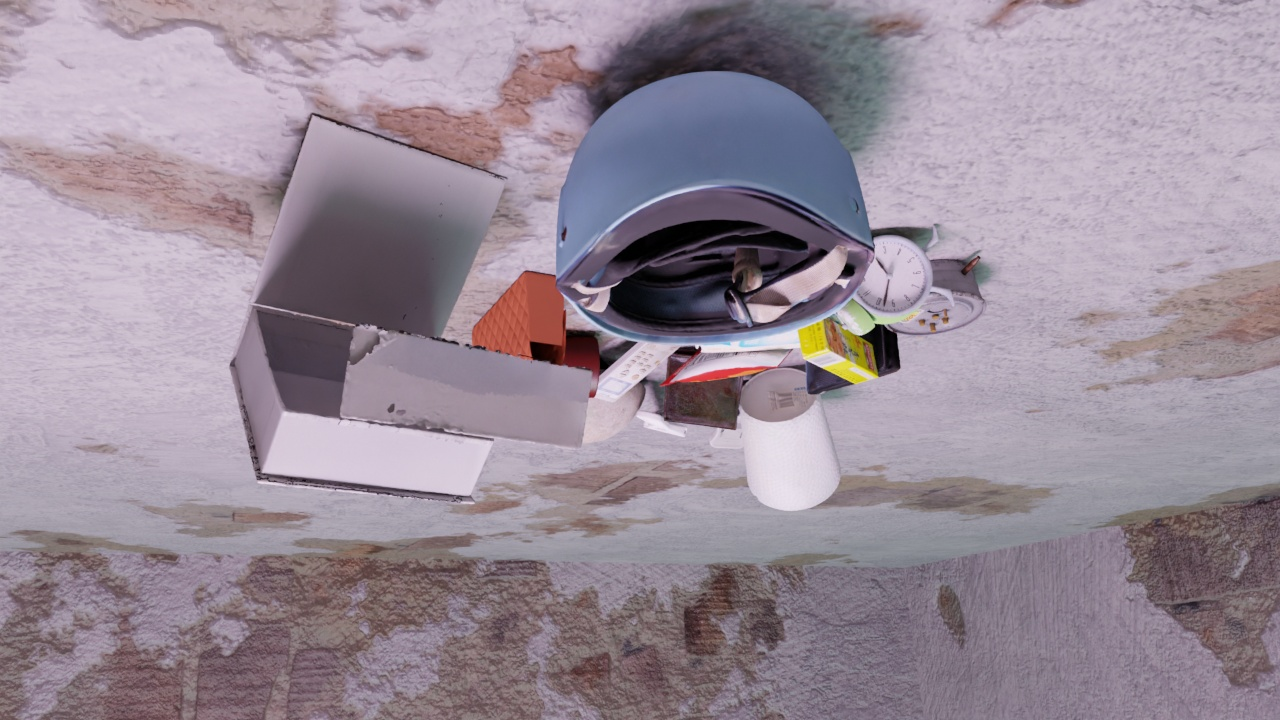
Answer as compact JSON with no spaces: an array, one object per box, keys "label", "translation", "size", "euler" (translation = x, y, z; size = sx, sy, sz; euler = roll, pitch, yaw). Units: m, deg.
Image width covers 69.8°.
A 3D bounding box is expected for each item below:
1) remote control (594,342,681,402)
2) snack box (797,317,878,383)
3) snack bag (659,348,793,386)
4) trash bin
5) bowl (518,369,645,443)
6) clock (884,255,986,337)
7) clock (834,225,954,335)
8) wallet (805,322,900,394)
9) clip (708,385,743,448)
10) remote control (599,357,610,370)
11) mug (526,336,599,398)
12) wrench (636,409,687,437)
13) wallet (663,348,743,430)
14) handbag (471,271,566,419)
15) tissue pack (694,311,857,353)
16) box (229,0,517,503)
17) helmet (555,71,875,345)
[{"label":"remote control","translation":[-0.007,0.006,1.122],"size":[0.136,0.011,0.050],"euler":[-40,143,28]},{"label":"snack box","translation":[0.206,-0.010,0.949],"size":[0.029,0.040,0.147],"euler":[-18,159,29]},{"label":"snack bag","translation":[0.110,-0.007,1.062],"size":[0.144,0.039,0.130],"euler":[-10,-164,30]},{"label":"trash bin","translation":[0.200,0.103,1.256],"size":[0.133,0.133,0.161],"euler":[-7,131,13]},{"label":"bowl","translation":[-0.084,0.069,1.237],"size":[0.178,0.081,0.179],"euler":[3,161,1]},{"label":"clock","translation":[0.311,-0.058,0.984],"size":[0.104,0.056,0.148],"euler":[-5,158,7]},{"label":"clock","translation":[0.228,-0.075,0.879],"size":[0.119,0.094,0.042],"euler":[-10,170,3]},{"label":"wallet","translation":[0.237,-0.015,1.049],"size":[0.115,0.089,0.026],"euler":[-21,146,40]},{"label":"clip","translation":[0.144,0.074,1.341],"size":[0.124,0.075,0.144],"euler":[6,149,-14]},{"label":"remote control","translation":[-0.047,0.018,1.222],"size":[0.030,0.009,0.140],"euler":[-9,159,17]},{"label":"mug","translation":[-0.098,0.005,1.108],"size":[0.082,0.073,0.105],"euler":[2,-171,-12]},{"label":"wrench","translation":[0.026,0.090,1.334],"size":[0.066,0.018,0.273],"euler":[13,174,9]},{"label":"wallet","translation":[0.081,0.037,1.182],"size":[0.099,0.031,0.120],"euler":[6,131,6]},{"label":"handbag","translation":[-0.127,-0.009,0.989],"size":[0.060,0.108,0.172],"euler":[8,158,-27]},{"label":"tissue pack","translation":[0.154,-0.056,0.964],"size":[0.209,0.066,0.117],"euler":[-4,161,-1]},{"label":"box","translation":[-0.197,-0.089,0.720],"size":[0.167,0.380,0.172],"euler":[12,172,-37]},{"label":"helmet","translation":[0.054,-0.102,0.663],"size":[0.225,0.166,0.266],"euler":[-2,159,6]}]
